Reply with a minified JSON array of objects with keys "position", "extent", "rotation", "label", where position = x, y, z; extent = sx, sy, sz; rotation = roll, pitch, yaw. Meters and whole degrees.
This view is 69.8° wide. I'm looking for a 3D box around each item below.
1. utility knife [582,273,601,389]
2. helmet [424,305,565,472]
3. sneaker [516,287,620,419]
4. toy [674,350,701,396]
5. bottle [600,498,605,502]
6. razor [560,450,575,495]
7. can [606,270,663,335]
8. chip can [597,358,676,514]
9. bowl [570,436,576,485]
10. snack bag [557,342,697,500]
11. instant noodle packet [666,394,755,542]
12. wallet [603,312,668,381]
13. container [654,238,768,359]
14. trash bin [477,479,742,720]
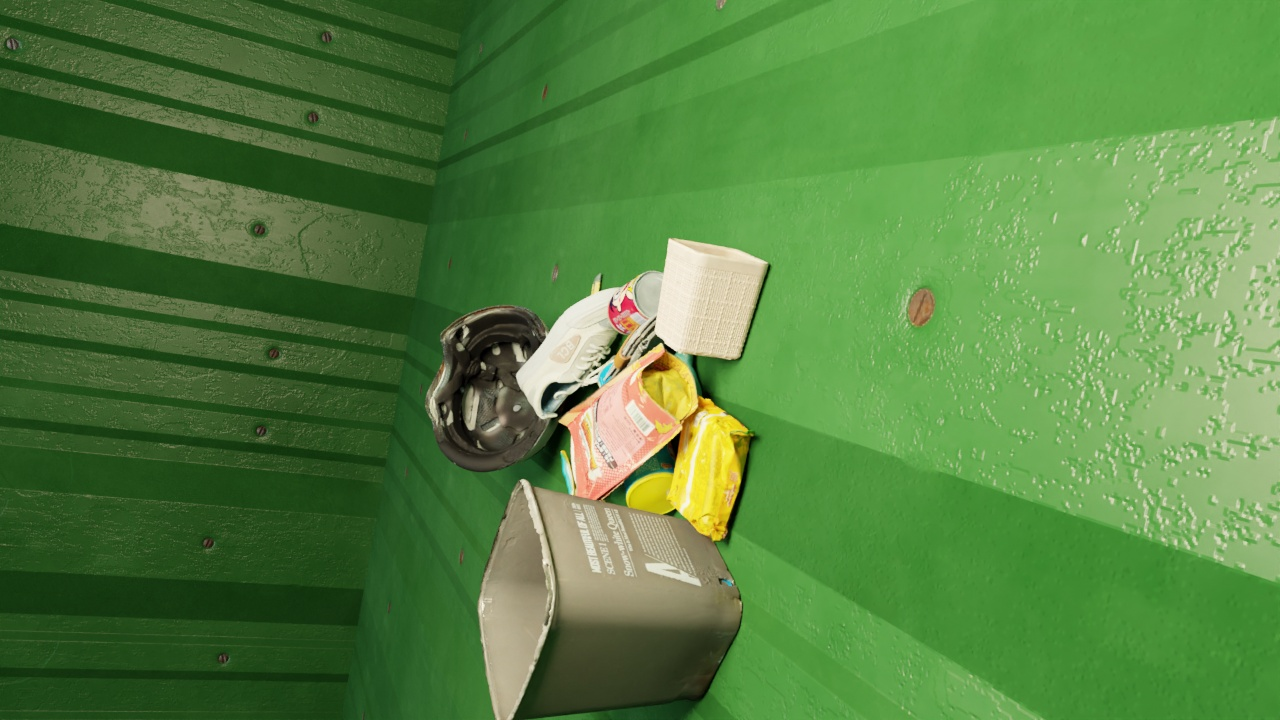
[{"position":[-0.077,-0.045,1.427],"extent":[0.031,0.019,0.182],"rotation":[171,103,-72],"label":"utility knife"},{"position":[-0.217,0.054,1.501],"extent":[0.157,0.230,0.273],"rotation":[35,-128,-68],"label":"helmet"},{"position":[-0.087,-0.004,1.311],"extent":[0.243,0.089,0.090],"rotation":[-44,59,32],"label":"sneaker"},{"position":[0.050,0.032,1.082],"extent":[0.091,0.030,0.097],"rotation":[-102,26,-45],"label":"toy"},{"position":[-0.087,0.237,1.284],"extent":[0.149,0.066,0.067],"rotation":[-68,25,10],"label":"bottle"},{"position":[-0.112,0.201,1.391],"extent":[0.043,0.028,0.132],"rotation":[70,-163,-71],"label":"razor"},{"position":[0.001,-0.072,1.186],"extent":[0.094,0.066,0.066],"rotation":[154,122,-63],"label":"can"},{"position":[-0.002,0.088,1.127],"extent":[0.210,0.071,0.071],"rotation":[-107,35,-47],"label":"chip can"},{"position":[-0.048,0.116,1.219],"extent":[0.116,0.066,0.116],"rotation":[-179,91,-71],"label":"bowl"},{"position":[-0.024,0.077,1.043],"extent":[0.208,0.073,0.128],"rotation":[-43,51,41],"label":"snack bag"},{"position":[0.074,0.112,0.979],"extent":[0.111,0.044,0.128],"rotation":[35,115,60],"label":"instant noodle packet"},{"position":[0.008,-0.026,1.102],"extent":[0.037,0.106,0.130],"rotation":[47,148,8],"label":"wallet"},{"position":[0.072,-0.066,0.997],"extent":[0.090,0.089,0.111],"rotation":[-138,58,-63],"label":"container"},{"position":[-0.035,0.253,0.955],"extent":[0.199,0.219,0.199],"rotation":[-116,41,-54],"label":"trash bin"}]
